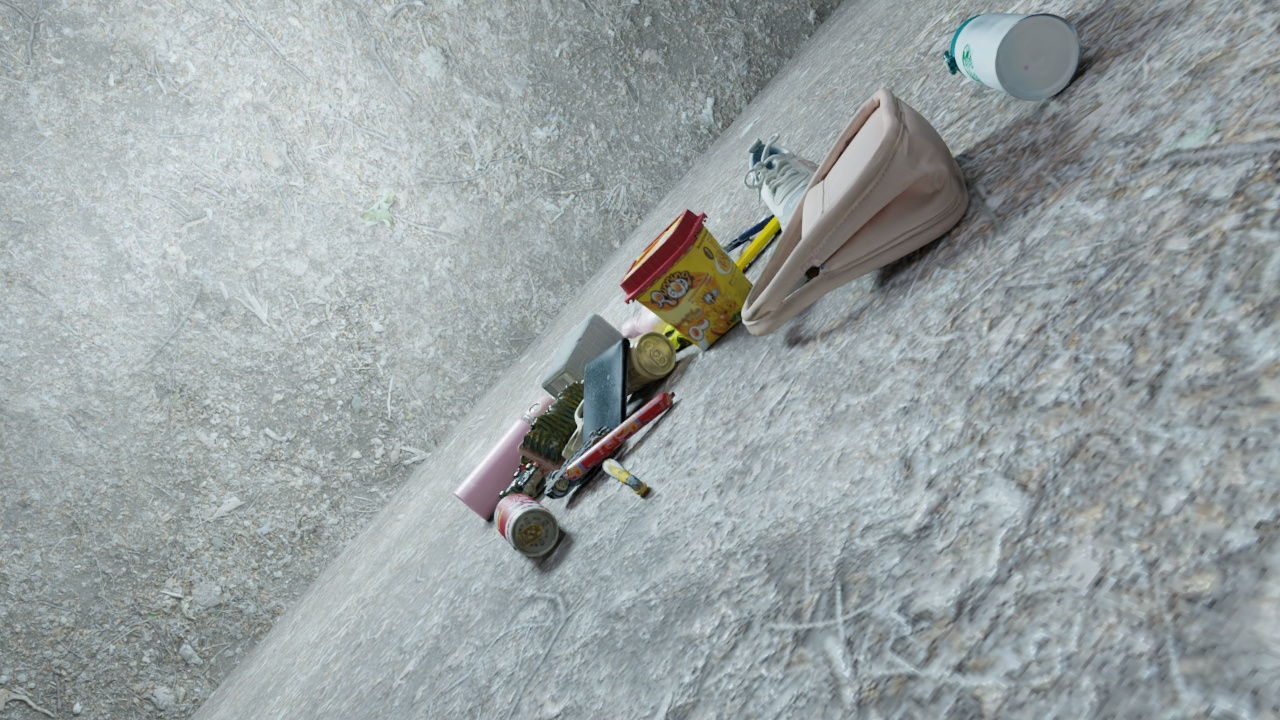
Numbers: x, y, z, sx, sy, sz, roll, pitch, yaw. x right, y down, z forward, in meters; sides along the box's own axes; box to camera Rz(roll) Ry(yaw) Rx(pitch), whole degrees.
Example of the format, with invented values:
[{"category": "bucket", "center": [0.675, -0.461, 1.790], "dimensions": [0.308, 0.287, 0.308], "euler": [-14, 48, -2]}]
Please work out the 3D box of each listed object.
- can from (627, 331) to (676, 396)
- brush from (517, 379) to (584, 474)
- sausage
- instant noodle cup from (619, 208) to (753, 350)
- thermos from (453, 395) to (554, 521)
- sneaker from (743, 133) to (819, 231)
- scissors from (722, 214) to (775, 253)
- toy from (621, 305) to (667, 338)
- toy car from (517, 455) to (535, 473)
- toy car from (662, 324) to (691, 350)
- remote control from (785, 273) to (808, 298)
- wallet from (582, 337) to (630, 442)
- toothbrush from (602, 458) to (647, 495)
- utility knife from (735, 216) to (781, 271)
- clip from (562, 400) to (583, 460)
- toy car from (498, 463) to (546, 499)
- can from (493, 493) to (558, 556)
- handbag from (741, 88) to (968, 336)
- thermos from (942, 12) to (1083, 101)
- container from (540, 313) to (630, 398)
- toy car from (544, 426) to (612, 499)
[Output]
[{"category": "can", "center": [-0.007, 0.007, 1.139], "dimensions": [0.058, 0.058, 0.117], "euler": [-53, 11, -30]}, {"category": "brush", "center": [-0.103, 0.087, 1.240], "dimensions": [0.145, 0.063, 0.073], "euler": [-55, -18, -41]}, {"category": "sausage", "center": [-0.024, 0.083, 0.989], "dimensions": [0.156, 0.020, 0.020], "euler": [-39, 11, 9]}, {"category": "instant noodle cup", "center": [0.059, -0.088, 1.044], "dimensions": [0.116, 0.123, 0.115], "euler": [-42, 11, 30]}, {"category": "thermos", "center": [-0.179, 0.143, 1.342], "dimensions": [0.198, 0.067, 0.087], "euler": [-48, 41, -15]}, {"category": "sneaker", "center": [0.179, -0.221, 1.117], "dimensions": [0.090, 0.090, 0.242], "euler": [-44, 19, 15]}, {"category": "scissors", "center": [0.128, -0.161, 1.251], "dimensions": [0.162, 0.012, 0.175], "euler": [-31, 0, 14]}, {"category": "toy", "center": [0.037, -0.073, 1.269], "dimensions": [0.121, 0.054, 0.160], "euler": [-45, 13, -28]}, {"category": "toy car", "center": [-0.136, 0.125, 1.278], "dimensions": [0.106, 0.031, 0.049], "euler": [-57, -11, -32]}, {"category": "toy car", "center": [0.046, -0.036, 1.163], "dimensions": [0.048, 0.032, 0.105], "euler": [-53, 10, -30]}, {"category": "remote control", "center": [0.171, -0.107, 0.942], "dimensions": [0.149, 0.021, 0.058], "euler": [-51, 12, -22]}, {"category": "wallet", "center": [-0.041, 0.043, 1.103], "dimensions": [0.097, 0.019, 0.120], "euler": [-33, 51, 56]}, {"category": "toothbrush", "center": [-0.021, 0.111, 0.909], "dimensions": [0.016, 0.018, 0.191], "euler": [-47, 10, -7]}, {"category": "utility knife", "center": [0.157, -0.153, 1.199], "dimensions": [0.153, 0.015, 0.033], "euler": [-48, 10, -5]}, {"category": "clip", "center": [-0.074, 0.087, 1.192], "dimensions": [0.104, 0.035, 0.084], "euler": [-59, 17, -20]}, {"category": "toy car", "center": [-0.155, 0.166, 1.207], "dimensions": [0.042, 0.035, 0.091], "euler": [-52, 10, -32]}, {"category": "can", "center": [-0.124, 0.176, 0.988], "dimensions": [0.053, 0.053, 0.133], "euler": [-49, 10, -12]}, {"category": "handbag", "center": [0.168, -0.113, 0.808], "dimensions": [0.235, 0.093, 0.192], "euler": [-45, 10, 27]}, {"category": "thermos", "center": [0.326, -0.279, 0.831], "dimensions": [0.073, 0.073, 0.223], "euler": [-43, 10, 20]}, {"category": "container", "center": [-0.080, 0.010, 1.356], "dimensions": [0.090, 0.090, 0.114], "euler": [-37, 17, 47]}, {"category": "toy car", "center": [-0.066, 0.118, 1.034], "dimensions": [0.105, 0.031, 0.049], "euler": [-46, 8, 0]}]
